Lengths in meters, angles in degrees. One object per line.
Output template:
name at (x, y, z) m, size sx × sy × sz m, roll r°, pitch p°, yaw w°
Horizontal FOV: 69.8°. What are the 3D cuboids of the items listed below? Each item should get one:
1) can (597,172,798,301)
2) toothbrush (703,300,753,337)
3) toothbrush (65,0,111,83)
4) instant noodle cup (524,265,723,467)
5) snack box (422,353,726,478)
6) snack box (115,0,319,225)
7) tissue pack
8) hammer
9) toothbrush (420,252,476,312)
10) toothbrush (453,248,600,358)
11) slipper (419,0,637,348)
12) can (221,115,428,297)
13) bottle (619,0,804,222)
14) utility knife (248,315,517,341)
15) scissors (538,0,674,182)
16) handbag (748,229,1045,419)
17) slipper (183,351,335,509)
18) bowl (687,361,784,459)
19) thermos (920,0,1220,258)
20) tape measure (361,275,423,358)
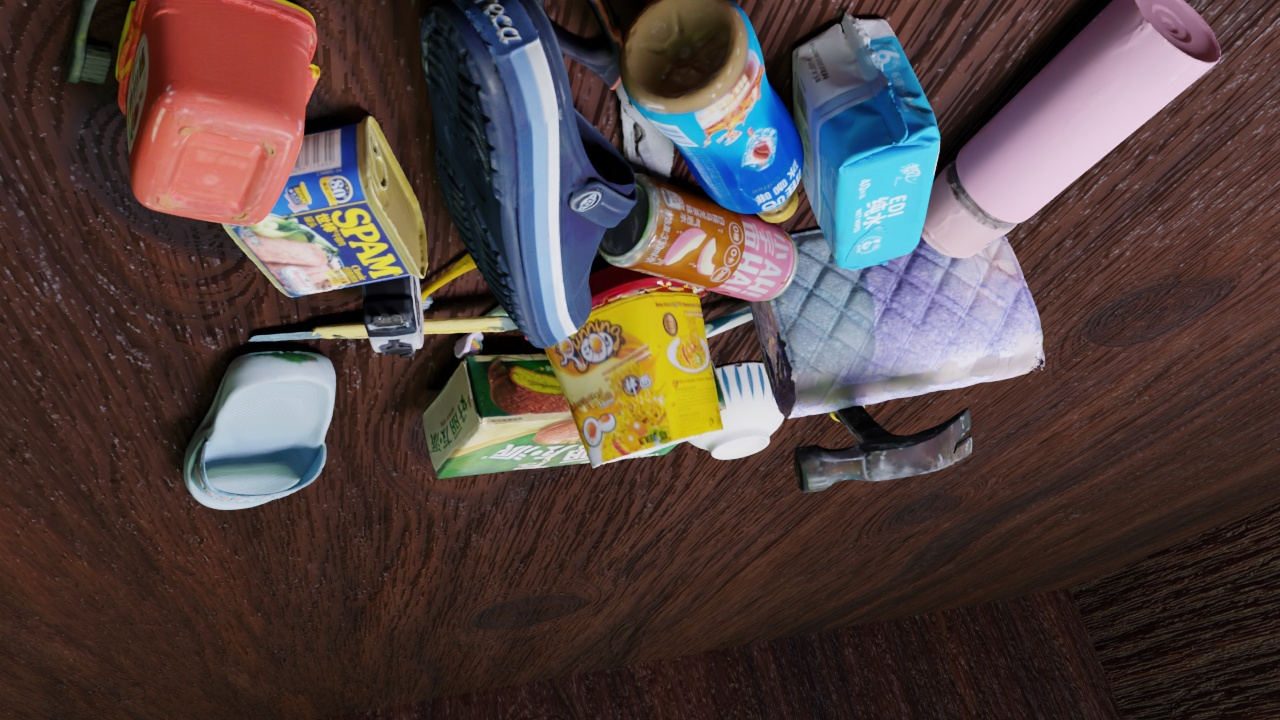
can at (0.039, -0.077, 0.601) m, size 0.147 × 0.058 × 0.058 m, roll 9°, pitch 147°, yaw -45°
toothbrush at (0.030, -0.015, 0.737) m, size 0.191 × 0.016 × 0.018 m, roll -24°, pitch 176°, yaw -11°
toothbrush at (-0.204, -0.173, 0.364) m, size 0.017 × 0.012 × 0.186 m, roll 3°, pitch 151°, yaw -41°
instant noodle cup at (-0.004, 0.004, 0.652) m, size 0.116 × 0.123 × 0.115 m, roll -21°, pitch 171°, yaw 32°
snack box at (-0.054, 0.043, 0.792) m, size 0.239 × 0.063 × 0.115 m, roll -2°, pitch 154°, yaw -34°
snack box at (-0.189, -0.113, 0.414) m, size 0.082 × 0.080 × 0.091 m, roll 6°, pitch 148°, yaw -35°
tissue pack at (0.131, -0.121, 0.533) m, size 0.063 × 0.090 × 0.140 m, roll -16°, pitch 155°, yaw 4°
hammer at (0.166, 0.038, 0.738) m, size 0.126 × 0.032 × 0.323 m, roll -8°, pitch -171°, yaw 2°
toothbrush at (-0.100, -0.072, 0.614) m, size 0.192 × 0.016 × 0.018 m, roll -28°, pitch 161°, yaw 29°
toothbrush at (-0.073, -0.050, 0.664) m, size 0.190 × 0.029 × 0.021 m, roll -32°, pitch 104°, yaw 35°
slipper at (-0.054, -0.102, 0.489) m, size 0.095 × 0.105 × 0.253 m, roll -26°, pitch 158°, yaw -13°
can at (-0.175, -0.082, 0.513) m, size 0.083 × 0.057 × 0.102 m, roll -11°, pitch 154°, yaw 1°
bottle at (0.055, -0.124, 0.511) m, size 0.065 × 0.065 × 0.218 m, roll -21°, pitch 164°, yaw 16°
utility knife at (-0.184, -0.023, 0.660) m, size 0.198 × 0.021 × 0.031 m, roll 1°, pitch 167°, yaw -1°
scissors at (-0.013, -0.153, 0.492) m, size 0.196 × 0.015 × 0.206 m, roll 6°, pitch 148°, yaw -37°
handbag at (0.184, -0.035, 0.684) m, size 0.194 × 0.134 × 0.076 m, roll -10°, pitch 154°, yaw -4°
slipper at (-0.304, 0.072, 0.745) m, size 0.104 × 0.074 × 0.246 m, roll 3°, pitch 149°, yaw -32°
bowl at (0.092, 0.057, 0.904) m, size 0.116 × 0.066 × 0.117 m, roll -10°, pitch 154°, yaw -5°
thermos at (0.263, -0.144, 0.587) m, size 0.087 × 0.067 × 0.199 m, roll -32°, pitch 168°, yaw -36°
tape measure at (-0.161, -0.037, 0.597) m, size 0.033 × 0.065 × 0.066 m, roll -4°, pitch 151°, yaw -8°
